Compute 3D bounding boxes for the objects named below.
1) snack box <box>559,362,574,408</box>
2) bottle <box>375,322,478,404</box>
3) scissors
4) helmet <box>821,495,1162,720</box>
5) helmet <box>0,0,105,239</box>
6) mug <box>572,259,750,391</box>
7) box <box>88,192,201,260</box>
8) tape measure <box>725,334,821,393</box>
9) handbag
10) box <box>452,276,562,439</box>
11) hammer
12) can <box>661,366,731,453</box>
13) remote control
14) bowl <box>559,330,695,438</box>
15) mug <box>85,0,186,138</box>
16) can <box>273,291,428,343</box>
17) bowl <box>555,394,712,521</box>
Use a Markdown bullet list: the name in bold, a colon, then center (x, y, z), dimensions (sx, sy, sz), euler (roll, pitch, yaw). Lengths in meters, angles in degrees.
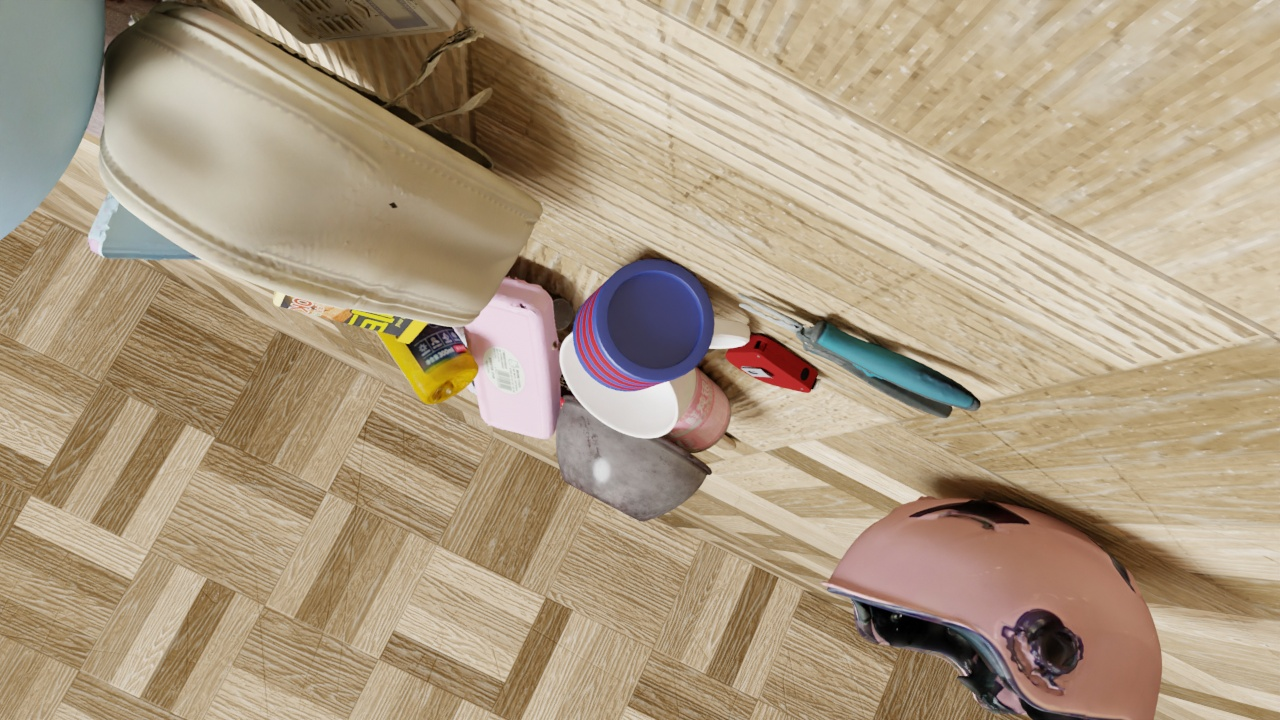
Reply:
- **snack box**: center (-0.058, 0.036, 0.922), dimensions (0.133, 0.035, 0.152), euler (23, 170, 11)
- **bottle**: center (-0.202, -0.053, 0.748), dimensions (0.186, 0.053, 0.053), euler (54, 173, 13)
- **scissors**: center (0.131, -0.001, 0.533), dimensions (0.150, 0.019, 0.120), euler (22, 172, 42)
- **helmet**: center (0.276, 0.189, 0.712), dimensions (0.255, 0.152, 0.230), euler (28, 171, 0)
- **helmet**: center (-0.278, -0.144, 0.307), dimensions (0.225, 0.166, 0.266), euler (-126, 29, -43)
- **mug**: center (0.018, -0.019, 0.589), dimensions (0.112, 0.075, 0.076), euler (3, 173, -14)
- **box**: center (-0.328, -0.102, 0.712), dimensions (0.090, 0.092, 0.214), euler (34, -178, -7)
- **tape measure**: center (0.088, 0.004, 0.636), dimensions (0.059, 0.019, 0.051), euler (32, 166, -26)
- **handbag**: center (-0.134, -0.111, 0.451), dimensions (0.184, 0.132, 0.229), euler (39, -173, 35)
- **box**: center (-0.136, -0.016, 0.779), dimensions (0.156, 0.058, 0.202), euler (26, 148, 16)
- **hammer**: center (-0.009, 0.016, 0.898), dimensions (0.331, 0.030, 0.119), euler (32, 167, -39)
- **can**: center (0.031, 0.035, 0.770), dimensions (0.067, 0.067, 0.076), euler (16, 165, 38)
- **remote control**: center (-0.138, -0.165, 0.412), dimensions (0.136, 0.011, 0.050), euler (15, 163, 42)
- **bowl**: center (-0.004, 0.004, 0.697), dimensions (0.105, 0.054, 0.105), euler (24, 138, 23)
- **mug**: center (-0.282, -0.175, 0.521), dimensions (0.110, 0.096, 0.123), euler (20, 131, 13)
- **can**: center (-0.190, -0.073, 0.641), dimensions (0.101, 0.072, 0.131), euler (15, 156, -25)
- **bowl**: center (-0.018, 0.092, 0.795), dimensions (0.145, 0.067, 0.145), euler (27, 171, 5)
